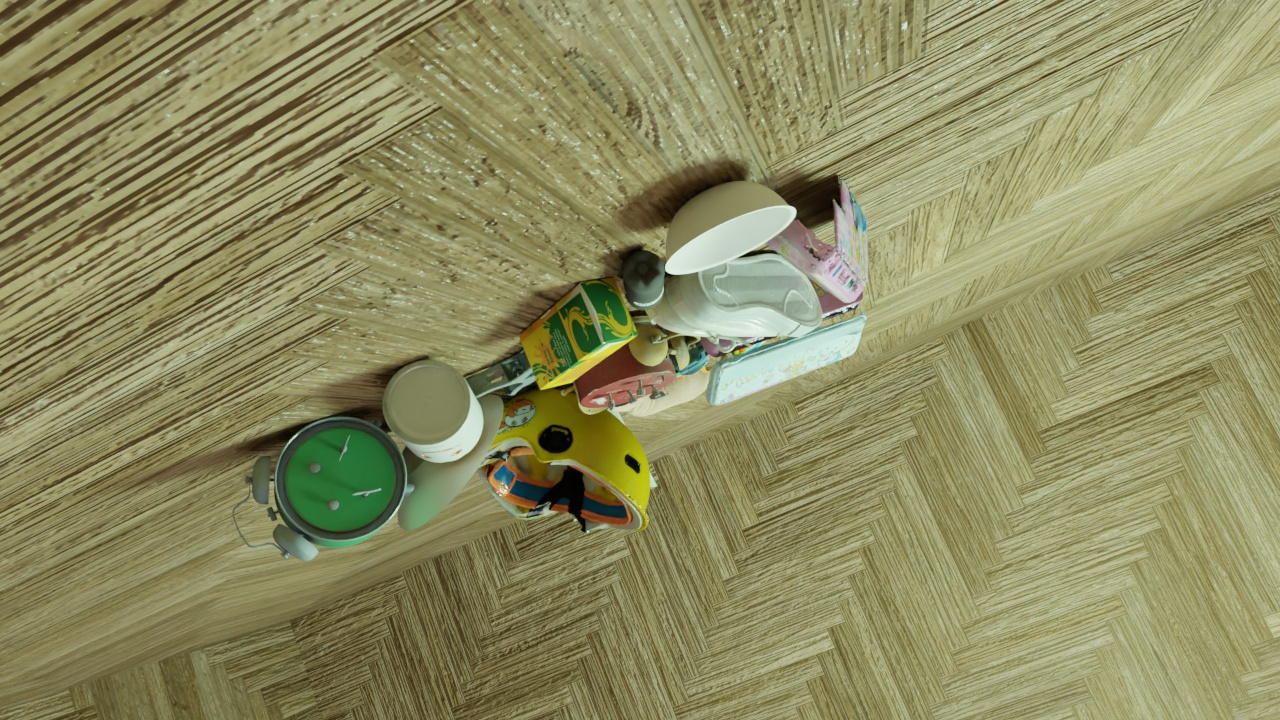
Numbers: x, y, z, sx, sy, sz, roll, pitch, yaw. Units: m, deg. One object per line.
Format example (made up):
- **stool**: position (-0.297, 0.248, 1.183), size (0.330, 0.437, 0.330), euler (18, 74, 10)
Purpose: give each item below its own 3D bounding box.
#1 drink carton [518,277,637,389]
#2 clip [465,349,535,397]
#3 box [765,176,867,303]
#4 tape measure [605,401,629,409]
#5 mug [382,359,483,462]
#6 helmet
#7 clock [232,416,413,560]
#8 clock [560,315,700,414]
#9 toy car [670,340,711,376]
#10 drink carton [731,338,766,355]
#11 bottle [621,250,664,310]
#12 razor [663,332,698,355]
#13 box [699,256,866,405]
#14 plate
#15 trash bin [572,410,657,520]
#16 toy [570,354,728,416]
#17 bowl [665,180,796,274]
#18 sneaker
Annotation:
- **drink carton**: position (-0.062, -0.022, 0.854), size (0.041, 0.058, 0.123), euler (-13, 166, -42)
- **clip**: position (-0.103, 0.000, 0.969), size (0.162, 0.027, 0.090), euler (-25, 168, 16)
- **box**: position (0.181, -0.120, 0.867), size (0.091, 0.084, 0.230), euler (-54, 163, 9)
- **tape measure**: position (-0.029, 0.026, 1.153), size (0.072, 0.042, 0.071), euler (-32, 134, -7)
- **mug**: position (-0.196, 0.050, 0.874), size (0.082, 0.082, 0.105), euler (-21, 168, -9)
- **helmet**: position (-0.084, 0.115, 1.148), size (0.240, 0.139, 0.209), euler (7, 148, 20)
- **clock**: position (-0.311, 0.127, 0.893), size (0.161, 0.122, 0.076), euler (-26, 173, -28)
- **clock**: position (-0.006, 0.006, 1.005), size (0.159, 0.081, 0.117), euler (-25, 163, 27)
- **toy car**: position (0.066, -0.005, 1.173), size (0.060, 0.027, 0.107), euler (-31, -166, 10)
- **drink carton**: position (0.155, -0.042, 1.250), size (0.038, 0.044, 0.129), euler (-19, 170, -20)
- **bottle**: position (0.003, -0.068, 0.823), size (0.036, 0.036, 0.110), euler (-22, 170, -3)
- **razor**: position (0.031, -0.029, 1.125), size (0.043, 0.026, 0.105), euler (-25, 165, 24)
- **box**: position (0.164, -0.035, 1.062), size (0.213, 0.140, 0.062), euler (-19, -162, -20)
- **plate**: position (-0.220, 0.098, 0.990), size (0.174, 0.036, 0.173), euler (-39, -154, 23)
- **trash bin**: position (-0.067, 0.139, 1.368), size (0.133, 0.161, 0.133), euler (-22, 170, -4)
- **toy**: position (0.008, 0.030, 1.293), size (0.196, 0.065, 0.264), euler (-35, 160, 15)
- **bowl**: position (0.063, -0.111, 0.719), size (0.110, 0.040, 0.110), euler (-22, 170, -4)
- **sneaker**: position (0.098, -0.059, 0.956), size (0.091, 0.089, 0.241), euler (-25, 164, 38)
